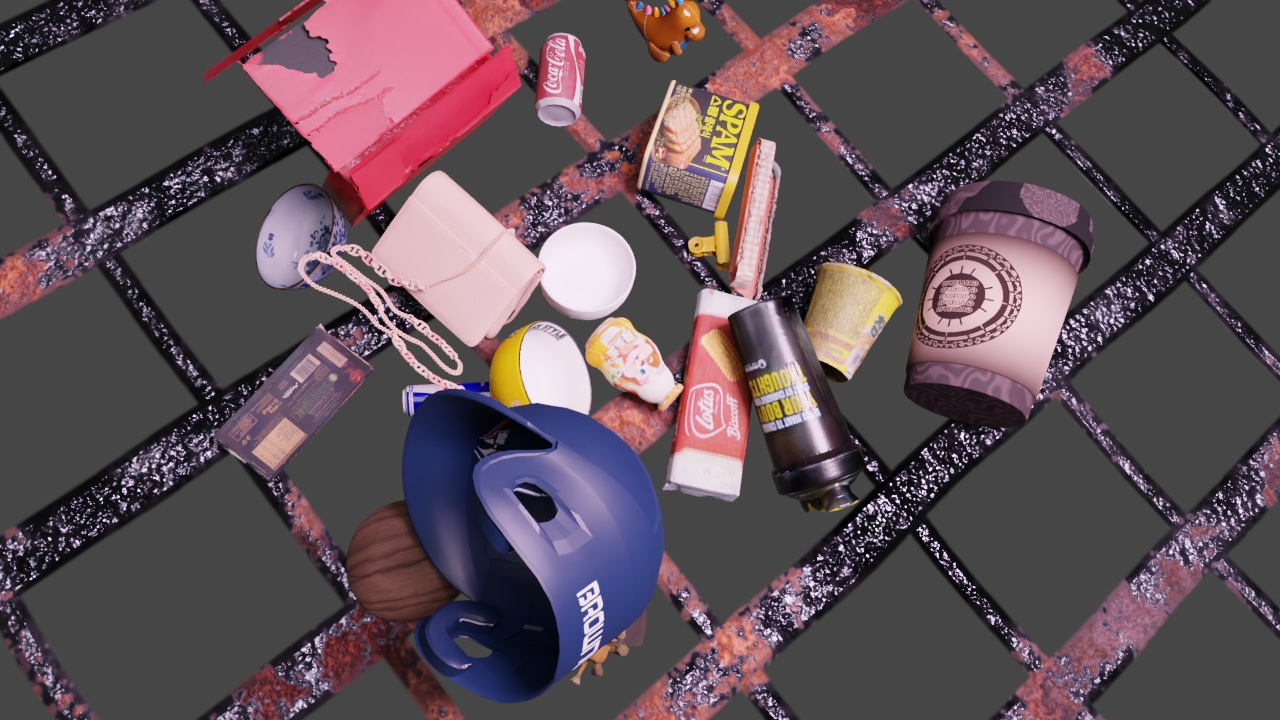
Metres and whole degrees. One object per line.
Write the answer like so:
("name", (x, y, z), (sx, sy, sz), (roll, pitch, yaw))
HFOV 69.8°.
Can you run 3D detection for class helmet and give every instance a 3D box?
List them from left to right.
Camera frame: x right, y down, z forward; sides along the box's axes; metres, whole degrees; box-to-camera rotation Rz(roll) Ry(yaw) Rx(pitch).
("helmet", (-0.104, 0.137, 0.815), (0.272, 0.233, 0.222), (35, 36, 14))

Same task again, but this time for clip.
("clip", (0.081, -0.131, 1.043), (0.048, 0.045, 0.054), (8, 71, -33))

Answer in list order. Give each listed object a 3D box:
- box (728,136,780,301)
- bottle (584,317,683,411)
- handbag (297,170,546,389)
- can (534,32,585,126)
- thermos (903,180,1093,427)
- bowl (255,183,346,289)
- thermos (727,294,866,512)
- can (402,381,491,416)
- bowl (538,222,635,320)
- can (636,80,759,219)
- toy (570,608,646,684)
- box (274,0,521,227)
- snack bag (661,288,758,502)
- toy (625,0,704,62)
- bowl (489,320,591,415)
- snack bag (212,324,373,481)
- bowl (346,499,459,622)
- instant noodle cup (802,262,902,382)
("box", (0.132, -0.159, 1.039), (0.054, 0.078, 0.186), (-1, 69, 33))
("bottle", (-0.006, 0.006, 0.968), (0.109, 0.063, 0.063), (42, 71, 5))
("handbag", (-0.194, -0.086, 0.900), (0.199, 0.186, 0.117), (43, 112, 5))
("can", (-0.093, -0.326, 1.064), (0.054, 0.054, 0.096), (5, 72, -7))
("thermos", (0.380, -0.055, 0.997), (0.172, 0.173, 0.226), (20, 77, -2))
("bowl", (-0.343, -0.122, 0.954), (0.114, 0.045, 0.114), (-8, 72, 28))
("thermos", (0.159, 0.046, 0.945), (0.098, 0.098, 0.220), (-19, 84, -14))
("can", (-0.195, 0.040, 0.944), (0.095, 0.032, 0.032), (-3, 73, -10))
("bowl", (-0.060, -0.092, 0.996), (0.105, 0.054, 0.104), (2, 72, -6))
("can", (0.065, -0.242, 1.043), (0.104, 0.075, 0.135), (18, 60, 0))
("toy", (-0.036, 0.266, 0.884), (0.076, 0.063, 0.100), (35, 75, -17))
("box", (-0.217, -0.272, 0.843), (0.107, 0.410, 0.211), (43, 72, 7))
("snack bag", (0.081, 0.035, 0.985), (0.077, 0.041, 0.224), (13, 70, -7))
("toy", (0.027, -0.410, 1.085), (0.103, 0.090, 0.070), (42, 70, -16))
("bowl", (-0.110, 0.024, 0.932), (0.068, 0.117, 0.117), (-18, 71, 30))
("snack bag", (-0.350, 0.042, 0.927), (0.074, 0.018, 0.155), (37, 71, 5))
("bowl", (-0.226, 0.192, 0.891), (0.119, 0.032, 0.119), (2, 72, -8))
("instant noodle cup", (0.219, -0.038, 1.004), (0.102, 0.102, 0.108), (26, 80, 0))
